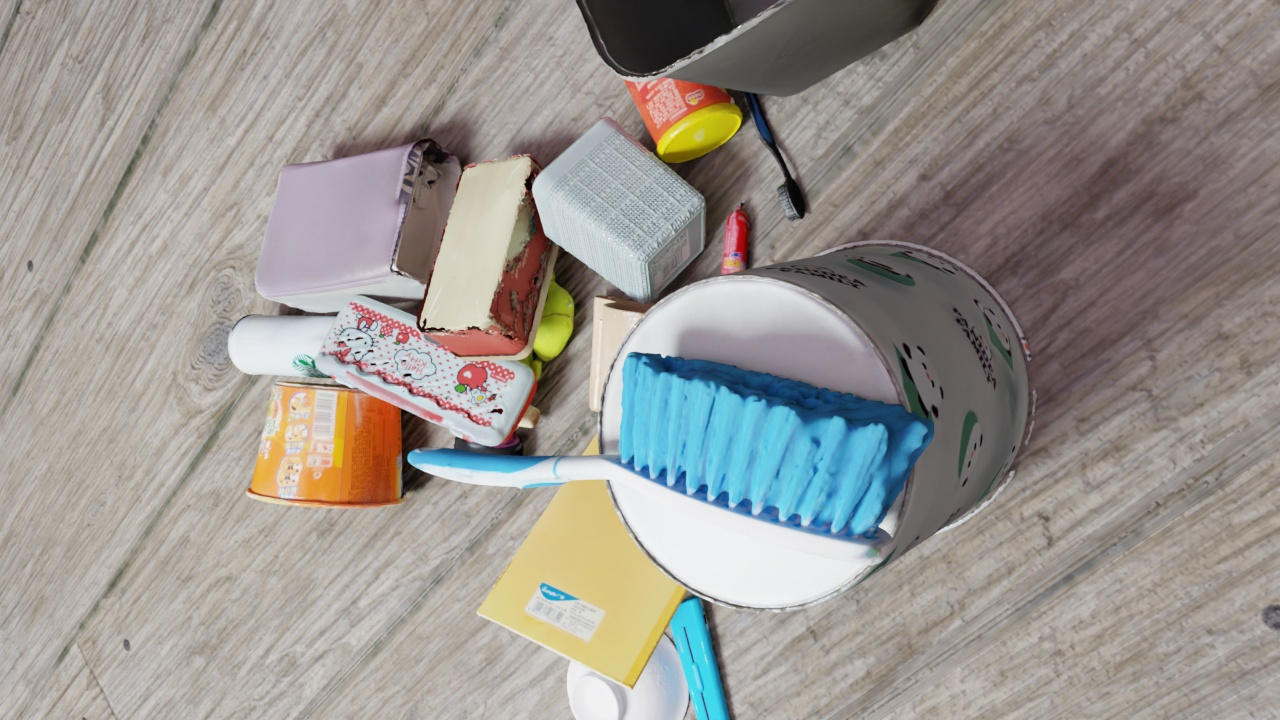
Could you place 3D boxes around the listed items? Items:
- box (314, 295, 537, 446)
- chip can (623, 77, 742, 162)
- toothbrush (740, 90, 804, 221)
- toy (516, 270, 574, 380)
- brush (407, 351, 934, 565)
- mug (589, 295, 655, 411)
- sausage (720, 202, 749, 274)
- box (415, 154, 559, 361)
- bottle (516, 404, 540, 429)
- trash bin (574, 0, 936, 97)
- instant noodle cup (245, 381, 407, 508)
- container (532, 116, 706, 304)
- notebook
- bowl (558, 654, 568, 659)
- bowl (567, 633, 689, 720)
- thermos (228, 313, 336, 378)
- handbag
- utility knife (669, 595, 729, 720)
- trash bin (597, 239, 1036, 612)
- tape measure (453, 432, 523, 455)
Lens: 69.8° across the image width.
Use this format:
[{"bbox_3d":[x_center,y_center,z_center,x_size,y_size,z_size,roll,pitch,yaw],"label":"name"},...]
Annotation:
[{"bbox_3d":[-0.194,0.009,0.821,0.201,0.047,0.086,22,69,14],"label":"box"},{"bbox_3d":[0.002,-0.266,0.732,0.073,0.073,0.216,-32,79,28],"label":"chip can"},{"bbox_3d":[0.089,-0.195,0.723,0.016,0.014,0.189,-31,77,52],"label":"toothbrush"},{"bbox_3d":[-0.095,-0.030,0.834,0.100,0.031,0.096,-15,87,35],"label":"toy"},{"bbox_3d":[-0.011,0.045,0.491,0.315,0.060,0.109,14,105,31],"label":"brush"},{"bbox_3d":[-0.005,0.004,0.764,0.125,0.084,0.103,17,105,53],"label":"mug"},{"bbox_3d":[0.072,-0.049,0.742,0.020,0.020,0.156,10,100,29],"label":"sausage"},{"bbox_3d":[-0.127,-0.091,0.782,0.091,0.077,0.168,-1,66,30],"label":"box"},{"bbox_3d":[-0.161,0.033,0.864,0.149,0.066,0.067,18,103,21],"label":"bottle"},{"bbox_3d":[0.081,-0.286,0.601,0.199,0.219,0.198,-23,83,30],"label":"trash bin"},{"bbox_3d":[-0.302,0.080,0.904,0.152,0.151,0.111,4,88,30],"label":"instant noodle cup"},{"bbox_3d":[-0.012,-0.115,0.732,0.111,0.090,0.090,40,75,19],"label":"container"},{"bbox_3d":[-0.017,0.142,0.733,0.146,0.205,0.010,17,146,27],"label":"notebook"},{"bbox_3d":[-0.030,0.197,0.785,0.117,0.066,0.116,-30,53,49],"label":"bowl"},{"bbox_3d":[-0.024,0.289,0.802,0.118,0.064,0.118,3,97,30],"label":"bowl"},{"bbox_3d":[-0.326,-0.011,0.947,0.225,0.073,0.073,3,96,30],"label":"thermos"},{"bbox_3d":[-0.266,-0.127,0.885,0.197,0.098,0.145,-3,79,31],"label":"handbag"},{"bbox_3d":[0.059,0.293,0.782,0.034,0.018,0.185,-16,88,30],"label":"utility knife"},{"bbox_3d":[0.114,0.034,0.591,0.230,0.251,0.229,3,96,31],"label":"trash bin"},{"bbox_3d":[-0.139,0.088,0.855,0.058,0.057,0.039,22,111,41],"label":"tape measure"}]
